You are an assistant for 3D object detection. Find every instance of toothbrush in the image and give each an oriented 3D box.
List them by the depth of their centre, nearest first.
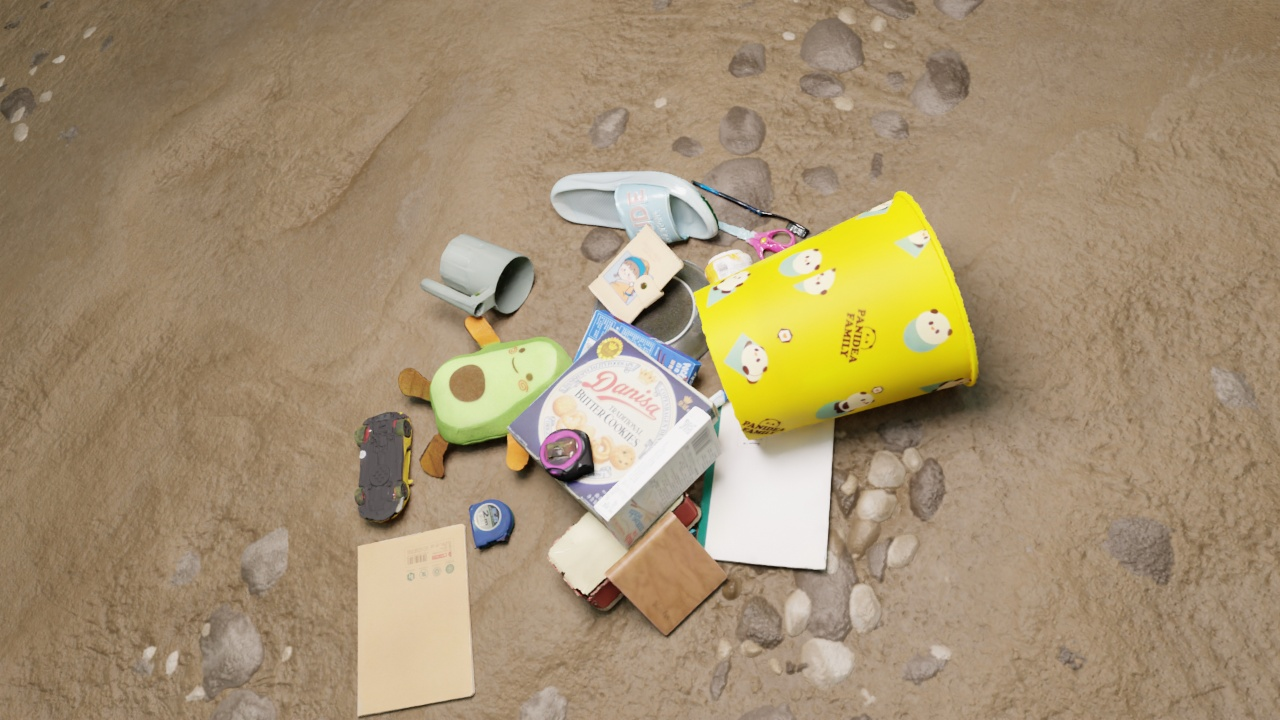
[{"bbox_3d":[0.145,-0.207,1.245,0.189,0.014,0.016,29,99,25],"label":"toothbrush"}]

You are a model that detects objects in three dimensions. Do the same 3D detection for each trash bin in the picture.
[{"bbox_3d":[0.210,-0.037,1.033,0.255,0.229,0.229,-20,62,9],"label":"trash bin"}]

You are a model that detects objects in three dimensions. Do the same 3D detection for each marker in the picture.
[{"bbox_3d":[0.049,0.084,1.127,0.146,0.017,0.017,-38,62,0],"label":"marker"}]

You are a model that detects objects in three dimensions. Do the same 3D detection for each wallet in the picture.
[{"bbox_3d":[0.031,0.239,1.021,0.101,0.115,0.020,-43,22,-6],"label":"wallet"},{"bbox_3d":[-0.004,-0.107,1.189,0.115,0.024,0.087,-45,64,13],"label":"wallet"}]

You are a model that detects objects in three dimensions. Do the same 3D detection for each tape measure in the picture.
[{"bbox_3d":[-0.083,0.104,1.017,0.058,0.039,0.057,-16,58,11],"label":"tape measure"},{"bbox_3d":[-0.183,0.200,1.134,0.054,0.025,0.058,-18,66,4],"label":"tape measure"}]

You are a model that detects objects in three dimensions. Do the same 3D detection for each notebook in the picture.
[{"bbox_3d":[0.150,0.138,1.083,0.150,0.012,0.208,2,65,17],"label":"notebook"},{"bbox_3d":[-0.277,0.312,1.116,0.148,0.008,0.207,-14,63,9],"label":"notebook"}]

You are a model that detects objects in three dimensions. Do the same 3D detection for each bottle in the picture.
[{"bbox_3d":[0.123,-0.083,1.165,0.063,0.063,0.108,-18,76,6],"label":"bottle"}]

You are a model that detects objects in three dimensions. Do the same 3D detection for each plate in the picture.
[{"bbox_3d":[0.018,-0.062,1.204,0.179,0.024,0.179,-6,65,12],"label":"plate"}]

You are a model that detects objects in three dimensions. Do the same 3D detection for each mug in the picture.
[{"bbox_3d":[-0.222,-0.111,1.245,0.103,0.084,0.123,25,43,25],"label":"mug"}]

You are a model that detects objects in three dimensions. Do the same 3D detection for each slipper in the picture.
[{"bbox_3d":[-0.015,-0.199,1.233,0.246,0.104,0.074,9,61,23],"label":"slipper"}]

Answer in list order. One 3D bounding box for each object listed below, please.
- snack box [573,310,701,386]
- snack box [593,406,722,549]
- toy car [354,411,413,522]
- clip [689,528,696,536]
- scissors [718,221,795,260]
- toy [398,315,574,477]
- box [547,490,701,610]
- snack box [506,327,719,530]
[{"bbox_3d":[-0.007,0.007,1.159,0.157,0.026,0.084,30,103,24],"label":"snack box"},{"bbox_3d":[0.022,0.128,0.997,0.156,0.085,0.027,-43,57,-13],"label":"snack box"},{"bbox_3d":[-0.333,0.138,1.192,0.071,0.041,0.155,-11,62,9],"label":"toy car"},{"bbox_3d":[0.042,0.215,1.075,0.043,0.014,0.056,40,83,27],"label":"clip"},{"bbox_3d":[0.144,-0.168,1.226,0.133,0.017,0.057,28,85,28],"label":"scissors"},{"bbox_3d":[-0.192,0.041,1.175,0.247,0.090,0.226,-23,72,8],"label":"toy"},{"bbox_3d":[-0.022,0.195,1.057,0.168,0.077,0.091,-44,54,-7],"label":"box"},{"bbox_3d":[-0.034,0.074,1.071,0.182,0.046,0.178,-45,56,-11],"label":"snack box"}]
